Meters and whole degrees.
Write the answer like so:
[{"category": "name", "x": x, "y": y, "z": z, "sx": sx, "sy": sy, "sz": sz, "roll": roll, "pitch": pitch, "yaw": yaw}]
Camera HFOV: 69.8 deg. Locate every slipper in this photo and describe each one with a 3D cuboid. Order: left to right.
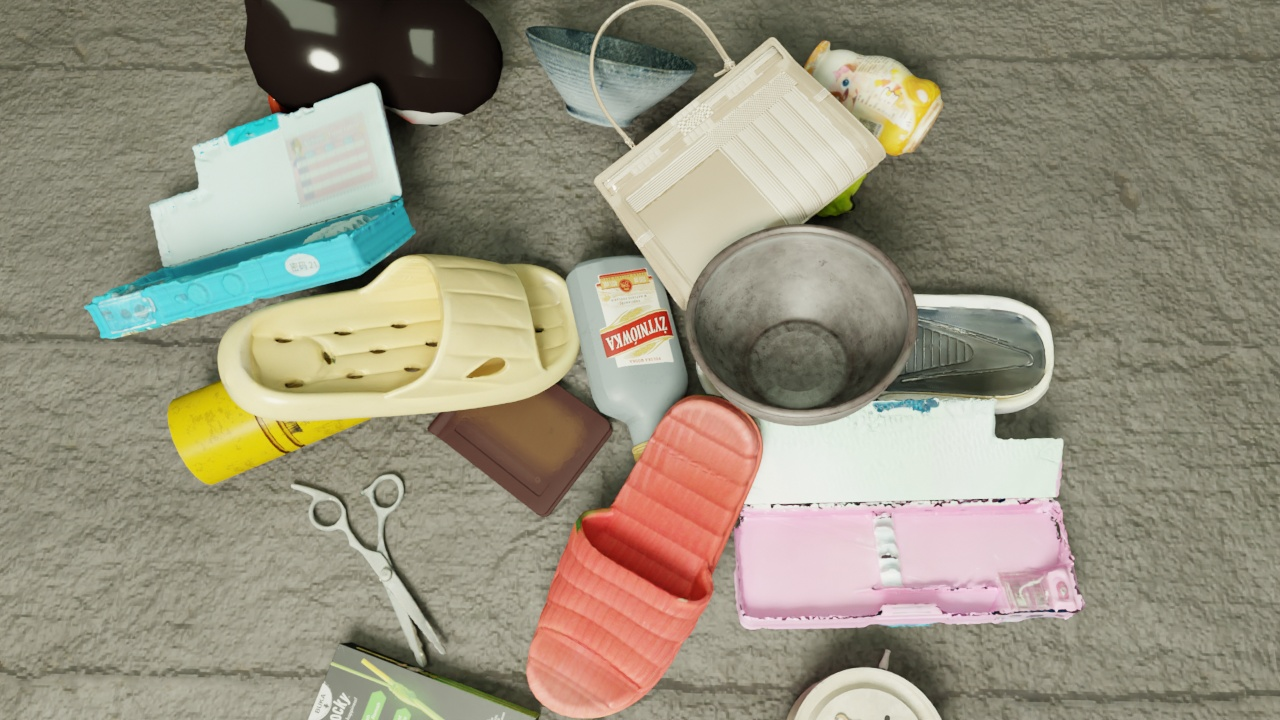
[{"category": "slipper", "x": -0.151, "y": -0.020, "z": 0.636, "sx": 0.261, "sy": 0.079, "sz": 0.111, "roll": -11, "pitch": 70, "yaw": -26}, {"category": "slipper", "x": 0.000, "y": 0.137, "z": 0.614, "sx": 0.103, "sy": 0.059, "sz": 0.249, "roll": 31, "pitch": 96, "yaw": 14}, {"category": "slipper", "x": 0.174, "y": -0.013, "z": 0.674, "sx": 0.264, "sy": 0.063, "sz": 0.111, "roll": 4, "pitch": 75, "yaw": 1}]

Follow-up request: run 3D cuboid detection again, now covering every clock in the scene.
[{"category": "clock", "x": 0.126, "y": 0.267, "z": 0.602, "sx": 0.156, "sy": 0.061, "sz": 0.103, "roll": -29, "pitch": 76, "yaw": -13}]

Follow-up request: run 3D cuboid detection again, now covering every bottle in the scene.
[{"category": "bottle", "x": -0.251, "y": 0.028, "z": 0.676, "sx": 0.164, "sy": 0.071, "sz": 0.071, "roll": -23, "pitch": 75, "yaw": -4}, {"category": "bottle", "x": -0.004, "y": 0.004, "z": 0.680, "sx": 0.072, "sy": 0.046, "sz": 0.161, "roll": -8, "pitch": 74, "yaw": -22}, {"category": "bottle", "x": 0.181, "y": -0.210, "z": 0.724, "sx": 0.109, "sy": 0.063, "sz": 0.063, "roll": 35, "pitch": 79, "yaw": 9}]

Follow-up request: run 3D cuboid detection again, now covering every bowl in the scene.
[{"category": "bowl", "x": -0.028, "y": -0.221, "z": 0.730, "sx": 0.137, "sy": 0.136, "sz": 0.057, "roll": 17, "pitch": 116, "yaw": 7}, {"category": "bowl", "x": 0.105, "y": -0.013, "z": 0.610, "sx": 0.145, "sy": 0.067, "sz": 0.144, "roll": -4, "pitch": 60, "yaw": 7}]

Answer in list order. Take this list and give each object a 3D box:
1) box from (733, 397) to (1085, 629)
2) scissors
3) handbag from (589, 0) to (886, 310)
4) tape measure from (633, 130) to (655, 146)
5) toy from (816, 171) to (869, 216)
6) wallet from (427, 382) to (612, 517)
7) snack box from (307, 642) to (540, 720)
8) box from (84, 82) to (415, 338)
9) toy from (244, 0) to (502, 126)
[{"category": "box", "x": 0.180, "y": 0.106, "z": 0.644, "sx": 0.230, "sy": 0.063, "sz": 0.160, "roll": -2, "pitch": 83, "yaw": 2}, {"category": "scissors", "x": -0.200, "y": 0.151, "z": 0.671, "sx": 0.118, "sy": 0.014, "sz": 0.161, "roll": -6, "pitch": 72, "yaw": 0}, {"category": "handbag", "x": 0.042, "y": -0.166, "z": 0.656, "sx": 0.175, "sy": 0.062, "sz": 0.198, "roll": -39, "pitch": 98, "yaw": -2}, {"category": "tape measure", "x": 0.025, "y": -0.153, "z": 0.732, "sx": 0.058, "sy": 0.038, "sz": 0.058, "roll": -8, "pitch": 61, "yaw": 0}, {"category": "toy", "x": 0.131, "y": -0.153, "z": 0.727, "sx": 0.093, "sy": 0.036, "sz": 0.094, "roll": -11, "pitch": 68, "yaw": 5}, {"category": "wallet", "x": -0.090, "y": 0.049, "z": 0.692, "sx": 0.115, "sy": 0.018, "sz": 0.091, "roll": 36, "pitch": 80, "yaw": 13}, {"category": "snack box", "x": -0.153, "y": 0.259, "z": 0.633, "sx": 0.147, "sy": 0.025, "sz": 0.080, "roll": 18, "pitch": 76, "yaw": 7}, {"category": "box", "x": -0.282, "y": -0.097, "z": 0.683, "sx": 0.227, "sy": 0.085, "sz": 0.170, "roll": -12, "pitch": 55, "yaw": 17}, {"category": "toy", "x": -0.201, "y": -0.248, "z": 0.711, "sx": 0.184, "sy": 0.140, "sz": 0.159, "roll": 11, "pitch": 76, "yaw": 5}]
